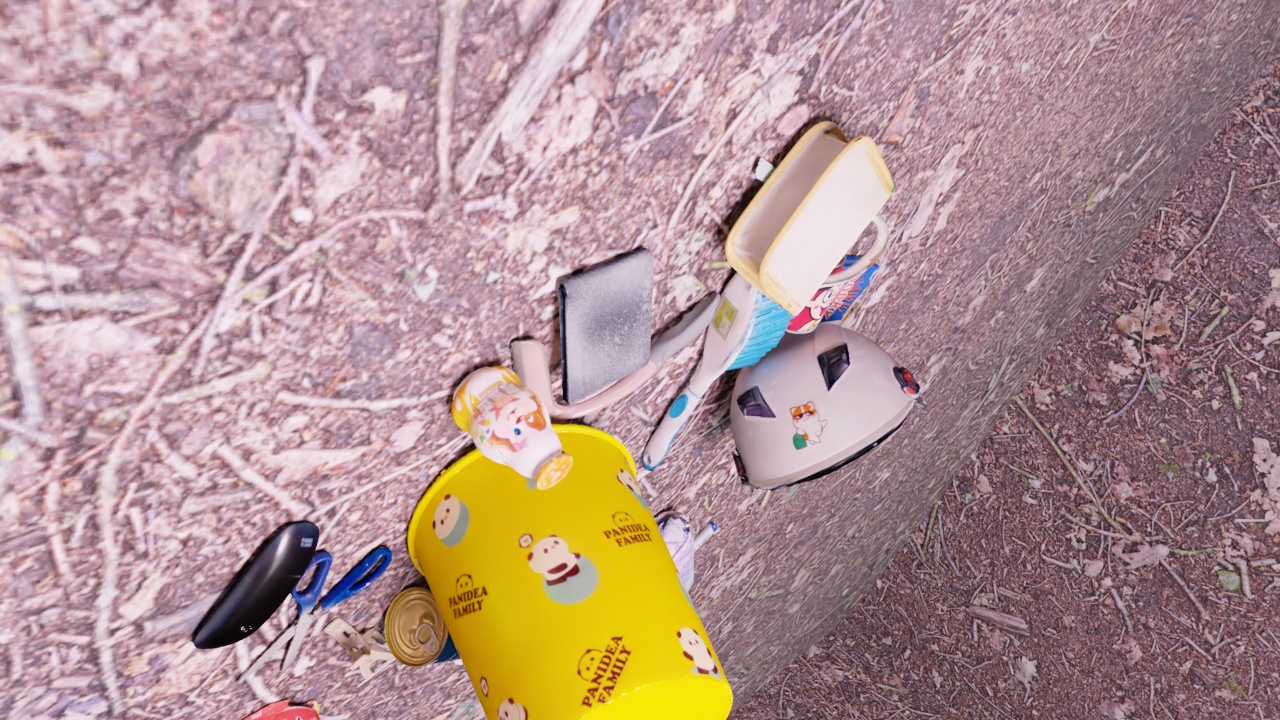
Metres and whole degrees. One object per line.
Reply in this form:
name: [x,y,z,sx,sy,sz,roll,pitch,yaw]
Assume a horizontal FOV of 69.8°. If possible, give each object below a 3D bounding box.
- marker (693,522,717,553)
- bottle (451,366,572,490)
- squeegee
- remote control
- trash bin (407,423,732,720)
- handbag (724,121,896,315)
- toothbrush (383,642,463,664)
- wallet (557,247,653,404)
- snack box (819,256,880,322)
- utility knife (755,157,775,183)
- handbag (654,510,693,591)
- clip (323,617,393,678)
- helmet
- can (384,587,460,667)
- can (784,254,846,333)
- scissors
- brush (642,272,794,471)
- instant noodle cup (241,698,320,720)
marker: [0.068,0.312,1.456,0.146,0.017,0.017,-46,154,0]
bottle: [-0.101,0.055,0.732,0.063,0.108,0.063,-36,153,-22]
squeegee: [-0.005,0.005,0.885,0.249,0.040,0.248,-35,152,-23]
remote control: [-0.298,0.183,0.720,0.136,0.024,0.053,-51,155,10]
trash bin: [-0.059,0.225,0.803,0.229,0.255,0.230,-17,137,-17]
handbag: [0.174,-0.122,0.883,0.163,0.063,0.178,-52,141,3]
toothbrush: [-0.238,0.321,1.022,0.016,0.016,0.180,-46,152,-5]
wallet: [-0.030,-0.029,0.788,0.097,0.019,0.121,-26,131,-35]
snack box: [0.227,-0.086,1.109,0.156,0.026,0.085,-8,135,-52]
utility knife: [0.163,-0.161,0.916,0.034,0.018,0.237,-58,152,11]
handbag: [0.021,0.300,1.305,0.134,0.075,0.194,-40,155,-21]
clip: [-0.270,0.279,0.884,0.034,0.071,0.100,-39,160,-11]
helmet: [0.198,0.040,1.074,0.230,0.157,0.273,-29,175,17]
can: [-0.195,0.268,0.936,0.075,0.075,0.111,-50,154,8]
can: [0.177,-0.084,0.992,0.066,0.066,0.094,-25,146,-37]
scissors: [-0.284,0.218,0.806,0.163,0.012,0.163,-27,150,-32]
brush: [0.084,0.009,1.012,0.109,0.060,0.315,-19,146,-33]
instant noodle cup: [-0.349,0.414,0.881,0.137,0.108,0.138,-34,152,-22]
